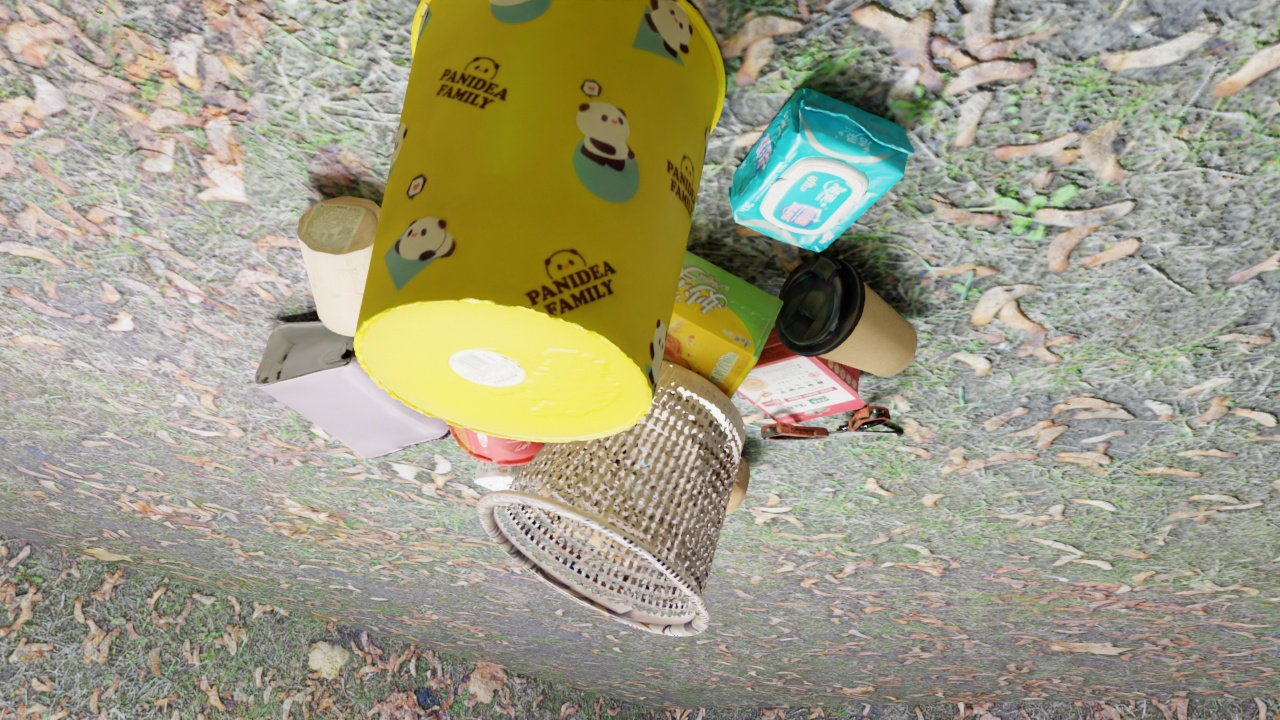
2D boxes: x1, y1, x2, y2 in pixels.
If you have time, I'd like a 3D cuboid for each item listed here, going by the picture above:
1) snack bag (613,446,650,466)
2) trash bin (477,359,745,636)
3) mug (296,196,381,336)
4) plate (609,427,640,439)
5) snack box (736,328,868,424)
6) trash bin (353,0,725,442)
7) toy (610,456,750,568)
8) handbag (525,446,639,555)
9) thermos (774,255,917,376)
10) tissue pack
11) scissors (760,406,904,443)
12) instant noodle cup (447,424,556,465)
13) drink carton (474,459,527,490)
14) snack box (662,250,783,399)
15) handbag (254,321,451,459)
[{"bbox_3d":[0.005,0.130,1.252,0.045,0.026,0.106,12,154,-27],"label":"snack bag"},{"bbox_3d":[-0.005,0.113,0.844,0.227,0.191,0.228,22,150,14],"label":"trash bin"},{"bbox_3d":[-0.246,-0.083,0.847,0.125,0.084,0.104,10,140,4],"label":"mug"},{"bbox_3d":[-0.063,0.039,1.058,0.179,0.024,0.180,8,149,5],"label":"plate"},{"bbox_3d":[0.165,0.016,0.982,0.113,0.044,0.127,-17,142,37],"label":"snack box"},{"bbox_3d":[-0.067,-0.097,0.613,0.229,0.254,0.230,6,152,3],"label":"trash bin"},{"bbox_3d":[0.056,0.206,1.223,0.226,0.082,0.143,-45,168,13],"label":"toy"},{"bbox_3d":[-0.078,0.178,1.252,0.100,0.147,0.204,-41,138,7],"label":"handbag"},{"bbox_3d":[0.193,-0.034,0.847,0.143,0.093,0.093,21,150,-40],"label":"thermos"},{"bbox_3d":[0.133,-0.142,0.694,0.093,0.050,0.134,17,150,-14],"label":"tissue pack"},{"bbox_3d":[0.227,0.080,1.052,0.189,0.015,0.227,-6,165,-2],"label":"scissors"},{"bbox_3d":[-0.128,0.018,0.887,0.138,0.137,0.109,5,145,6],"label":"instant noodle cup"},{"bbox_3d":[-0.165,0.097,1.137,0.054,0.122,0.045,-12,148,29],"label":"drink carton"},{"bbox_3d":[0.027,-0.018,0.885,0.157,0.069,0.210,28,151,3],"label":"snack box"},{"bbox_3d":[-0.325,0.030,1.079,0.145,0.098,0.197,-5,148,26],"label":"handbag"}]
